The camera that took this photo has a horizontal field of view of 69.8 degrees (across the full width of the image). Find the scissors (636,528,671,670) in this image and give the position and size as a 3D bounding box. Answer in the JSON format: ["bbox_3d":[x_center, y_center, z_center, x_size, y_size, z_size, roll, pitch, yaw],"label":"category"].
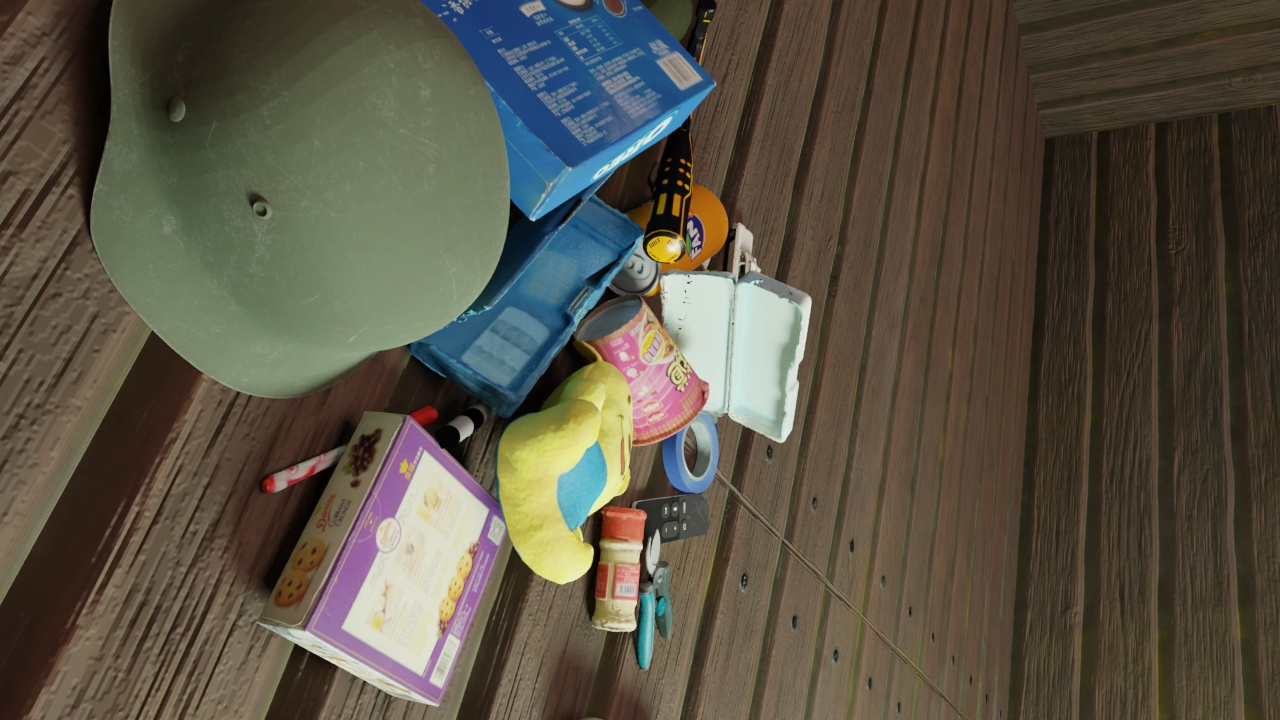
[{"bbox_3d":[0.014,0.229,0.873,0.153,0.019,0.127,48,59,-59],"label":"scissors"}]

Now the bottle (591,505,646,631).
[{"bbox_3d":[-0.020,0.187,0.824,0.044,0.044,0.109,21,71,-55],"label":"bottle"}]

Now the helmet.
[{"bbox_3d":[-0.162,-0.112,0.512,0.226,0.154,0.268,-48,127,-48],"label":"helmet"}]

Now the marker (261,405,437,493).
[{"bbox_3d":[-0.185,0.056,0.598,0.141,0.013,0.013,-27,111,-55],"label":"marker"}]

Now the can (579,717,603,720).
[{"bbox_3d":[-0.010,0.369,0.805,0.170,0.067,0.067,51,47,-44],"label":"can"}]

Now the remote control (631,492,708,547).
[{"bbox_3d":[0.033,0.162,0.939,0.146,0.008,0.045,6,83,-57],"label":"remote control"}]

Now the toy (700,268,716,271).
[{"bbox_3d":[0.074,-0.053,0.993,0.094,0.036,0.093,-14,96,-67],"label":"toy"}]

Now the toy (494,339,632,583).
[{"bbox_3d":[-0.053,0.071,0.707,0.213,0.084,0.149,-59,158,-73],"label":"toy"}]

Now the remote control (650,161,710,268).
[{"bbox_3d":[0.045,-0.152,0.973,0.131,0.012,0.033,56,42,-40],"label":"remote control"}]

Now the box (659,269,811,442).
[{"bbox_3d":[0.086,-0.005,0.858,0.197,0.136,0.049,87,20,-48],"label":"box"}]

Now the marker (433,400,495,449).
[{"bbox_3d":[-0.114,0.037,0.660,0.140,0.016,0.016,-50,133,-77],"label":"marker"}]

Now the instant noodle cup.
[{"bbox_3d":[-0.005,0.005,0.820,0.108,0.098,0.097,59,41,-25],"label":"instant noodle cup"}]

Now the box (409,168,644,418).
[{"bbox_3d":[-0.067,-0.078,0.688,0.094,0.102,0.230,35,48,-1],"label":"box"}]

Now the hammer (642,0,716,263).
[{"bbox_3d":[0.037,-0.204,0.849,0.123,0.036,0.319,108,-7,-49],"label":"hammer"}]

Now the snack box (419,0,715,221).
[{"bbox_3d":[-0.071,-0.228,0.671,0.195,0.056,0.238,47,42,-2],"label":"snack box"}]

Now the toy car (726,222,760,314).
[{"bbox_3d":[0.121,-0.103,1.065,0.039,0.039,0.113,30,64,-53],"label":"toy car"}]

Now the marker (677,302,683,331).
[{"bbox_3d":[0.039,-0.072,0.961,0.011,0.011,0.152,-20,105,-56],"label":"marker"}]

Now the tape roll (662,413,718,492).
[{"bbox_3d":[0.054,0.093,0.968,0.093,0.016,0.091,14,77,-57],"label":"tape roll"}]

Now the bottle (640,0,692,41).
[{"bbox_3d":[0.004,-0.319,0.865,0.206,0.072,0.071,-58,135,-41],"label":"bottle"}]

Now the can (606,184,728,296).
[{"bbox_3d":[0.022,-0.114,0.872,0.142,0.079,0.079,-39,120,-52],"label":"can"}]

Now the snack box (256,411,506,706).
[{"bbox_3d":[-0.156,0.131,0.598,0.148,0.041,0.143,58,43,-48],"label":"snack box"}]
